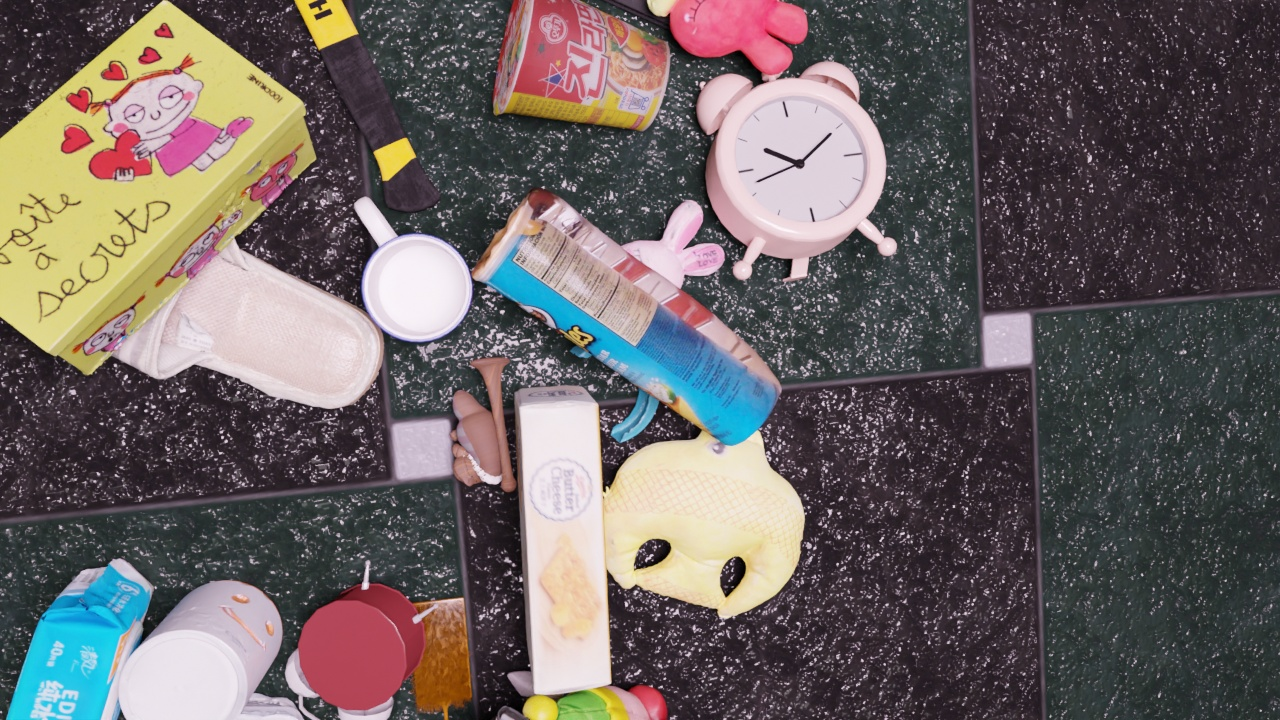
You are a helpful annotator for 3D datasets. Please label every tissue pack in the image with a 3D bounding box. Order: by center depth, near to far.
[{"bbox_3d":[-0.391,0.220,0.642,0.061,0.093,0.144,19,91,-18],"label":"tissue pack"}]

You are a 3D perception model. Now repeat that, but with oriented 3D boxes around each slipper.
[{"bbox_3d":[-0.320,-0.040,0.657,0.272,0.054,0.114,20,86,-11],"label":"slipper"}]

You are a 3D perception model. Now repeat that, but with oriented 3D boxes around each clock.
[{"bbox_3d":[-0.212,0.222,0.687,0.087,0.044,0.124,31,99,4],"label":"clock"},{"bbox_3d":[0.116,-0.147,0.716,0.131,0.086,0.160,-10,87,-9],"label":"clock"}]

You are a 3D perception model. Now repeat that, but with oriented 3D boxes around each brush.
[{"bbox_3d":[-0.156,0.252,0.721,0.048,0.017,0.126,-4,95,-9],"label":"brush"}]

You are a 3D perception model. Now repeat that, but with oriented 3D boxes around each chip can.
[{"bbox_3d":[-0.005,-0.029,0.657,0.229,0.080,0.080,35,88,-17],"label":"chip can"}]

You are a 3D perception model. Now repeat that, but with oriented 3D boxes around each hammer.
[{"bbox_3d":[-0.228,-0.260,0.666,0.169,0.034,0.324,-26,99,-8],"label":"hammer"}]

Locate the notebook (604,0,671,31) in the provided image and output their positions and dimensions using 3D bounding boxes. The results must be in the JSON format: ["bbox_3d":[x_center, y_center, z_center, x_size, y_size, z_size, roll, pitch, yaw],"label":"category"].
[{"bbox_3d":[0.034,-0.378,0.707,0.169,0.019,0.231,21,91,-9],"label":"notebook"}]

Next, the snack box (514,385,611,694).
[{"bbox_3d":[-0.060,0.127,0.684,0.057,0.104,0.208,-3,95,-10],"label":"snack box"}]

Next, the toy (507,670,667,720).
[{"bbox_3d":[-0.036,0.274,0.693,0.131,0.124,0.097,3,122,-24],"label":"toy"}]

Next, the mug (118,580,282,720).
[{"bbox_3d":[-0.307,0.211,0.648,0.082,0.105,0.082,-1,94,-9],"label":"mug"}]

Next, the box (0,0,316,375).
[{"bbox_3d":[-0.334,-0.111,0.596,0.124,0.079,0.220,39,70,2],"label":"box"}]

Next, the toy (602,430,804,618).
[{"bbox_3d":[0.050,0.122,0.724,0.170,0.064,0.155,19,96,-9],"label":"toy"}]

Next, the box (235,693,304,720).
[{"bbox_3d":[-0.315,0.356,0.687,0.118,0.063,0.213,11,92,-13],"label":"box"}]

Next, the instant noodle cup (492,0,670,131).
[{"bbox_3d":[-0.041,-0.216,0.671,0.112,0.100,0.100,10,92,-18],"label":"instant noodle cup"}]

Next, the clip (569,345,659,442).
[{"bbox_3d":[-0.006,0.002,0.714,0.118,0.033,0.120,27,93,-26],"label":"clip"}]

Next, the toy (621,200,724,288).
[{"bbox_3d":[0.015,-0.071,0.712,0.110,0.047,0.063,-41,108,-8],"label":"toy"}]

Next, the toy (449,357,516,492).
[{"bbox_3d":[-0.121,0.052,0.699,0.055,0.041,0.102,-11,86,30],"label":"toy"}]

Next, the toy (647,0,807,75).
[{"bbox_3d":[0.063,-0.268,0.684,0.135,0.045,0.091,39,90,-2],"label":"toy"}]

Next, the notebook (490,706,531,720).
[{"bbox_3d":[-0.086,0.348,0.681,0.169,0.029,0.210,36,126,-10],"label":"notebook"}]

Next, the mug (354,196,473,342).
[{"bbox_3d":[-0.170,-0.068,0.665,0.075,0.076,0.112,-34,99,-6],"label":"mug"}]
